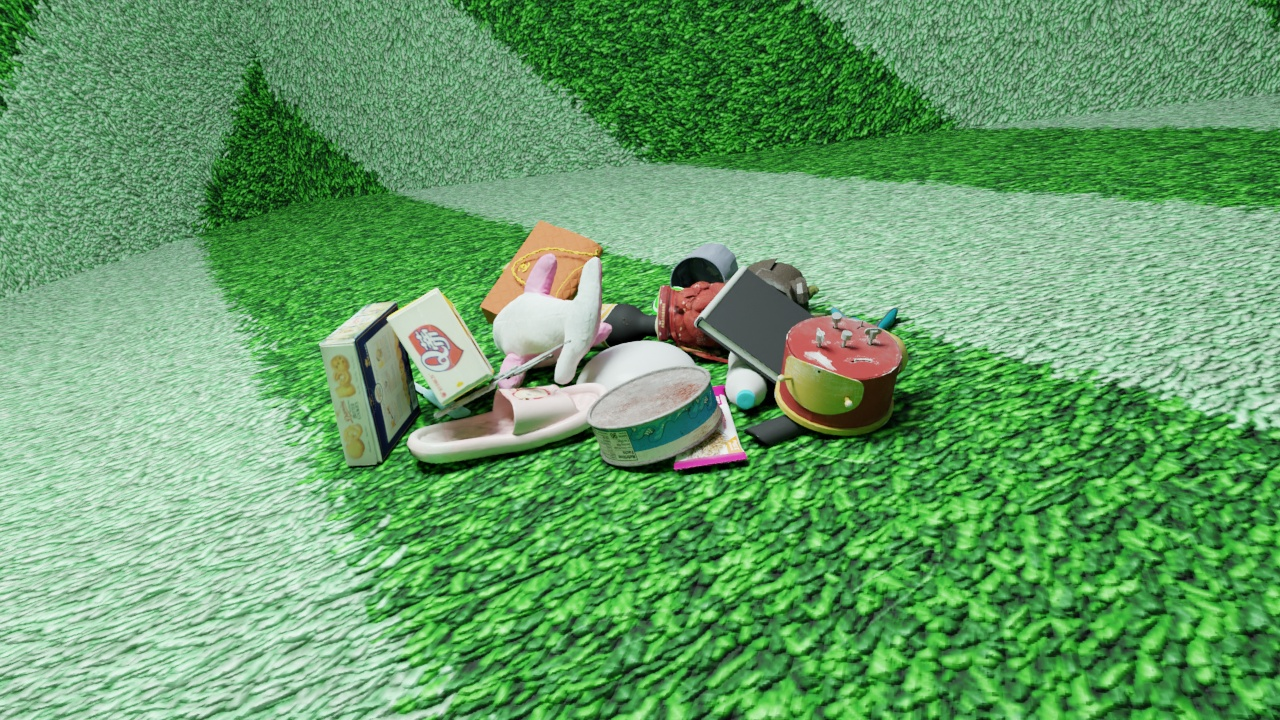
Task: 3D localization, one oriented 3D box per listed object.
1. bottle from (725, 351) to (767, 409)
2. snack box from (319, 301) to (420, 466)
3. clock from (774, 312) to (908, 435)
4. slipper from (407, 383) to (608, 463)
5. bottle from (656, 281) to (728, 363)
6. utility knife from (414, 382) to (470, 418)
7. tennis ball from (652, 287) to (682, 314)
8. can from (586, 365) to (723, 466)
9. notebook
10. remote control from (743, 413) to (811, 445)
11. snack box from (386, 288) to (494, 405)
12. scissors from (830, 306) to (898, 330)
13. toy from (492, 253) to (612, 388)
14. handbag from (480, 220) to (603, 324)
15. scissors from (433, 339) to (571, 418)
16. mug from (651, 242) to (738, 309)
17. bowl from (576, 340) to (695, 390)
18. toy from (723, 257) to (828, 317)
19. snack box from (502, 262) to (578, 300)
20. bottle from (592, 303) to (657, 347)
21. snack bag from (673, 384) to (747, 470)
[{"bbox_3d":[0.117,0.018,1.006,0.044,0.044,0.136,-5,19,10],"label":"bottle"},{"bbox_3d":[-0.299,0.023,1.028,0.043,0.144,0.144,-4,19,7],"label":"snack box"},{"bbox_3d":[0.204,-0.003,0.911,0.117,0.081,0.158,22,39,26],"label":"clock"},{"bbox_3d":[-0.140,0.061,0.985,0.221,0.056,0.107,-15,18,-15],"label":"slipper"},{"bbox_3d":[0.078,-0.049,1.139,0.111,0.099,0.098,2,20,7],"label":"bottle"},{"bbox_3d":[-0.256,0.044,1.142,0.022,0.015,0.165,-19,23,-30],"label":"utility knife"},{"bbox_3d":[0.049,-0.068,1.253,0.065,0.065,0.065,-8,19,3],"label":"tennis ball"},{"bbox_3d":[0.014,0.053,0.914,0.130,0.044,0.129,-18,18,6],"label":"can"},{"bbox_3d":[0.151,-0.035,1.049,0.149,0.016,0.206,36,28,3],"label":"notebook"},{"bbox_3d":[0.171,0.055,0.920,0.146,0.015,0.033,-18,21,-25],"label":"remote control"},{"bbox_3d":[-0.221,-0.015,1.043,0.061,0.110,0.230,-32,5,-7],"label":"snack box"},{"bbox_3d":[0.285,-0.043,1.144,0.124,0.019,0.155,-12,24,-18],"label":"scissors"},{"bbox_3d":[-0.100,-0.037,1.158,0.127,0.186,0.266,19,-11,-26],"label":"toy"},{"bbox_3d":[-0.143,-0.119,1.349,0.109,0.060,0.171,22,65,18],"label":"handbag"},{"bbox_3d":[-0.150,0.020,1.002,0.174,0.014,0.142,-30,6,-21],"label":"scissors"},{"bbox_3d":[0.082,-0.119,1.388,0.124,0.084,0.103,-30,8,26],"label":"mug"},{"bbox_3d":[-0.007,0.006,1.098,0.149,0.043,0.149,-8,19,3],"label":"bowl"},{"bbox_3d":[0.166,-0.084,1.227,0.179,0.078,0.152,1,22,19],"label":"toy"},{"bbox_3d":[-0.142,-0.113,1.437,0.126,0.088,0.040,-6,19,7],"label":"snack box"},{"bbox_3d":[-0.025,-0.047,1.236,0.182,0.059,0.059,1,21,26],"label":"bottle"},{"bbox_3d":[0.063,0.064,0.942,0.070,0.016,0.196,-10,19,2],"label":"snack bag"}]
